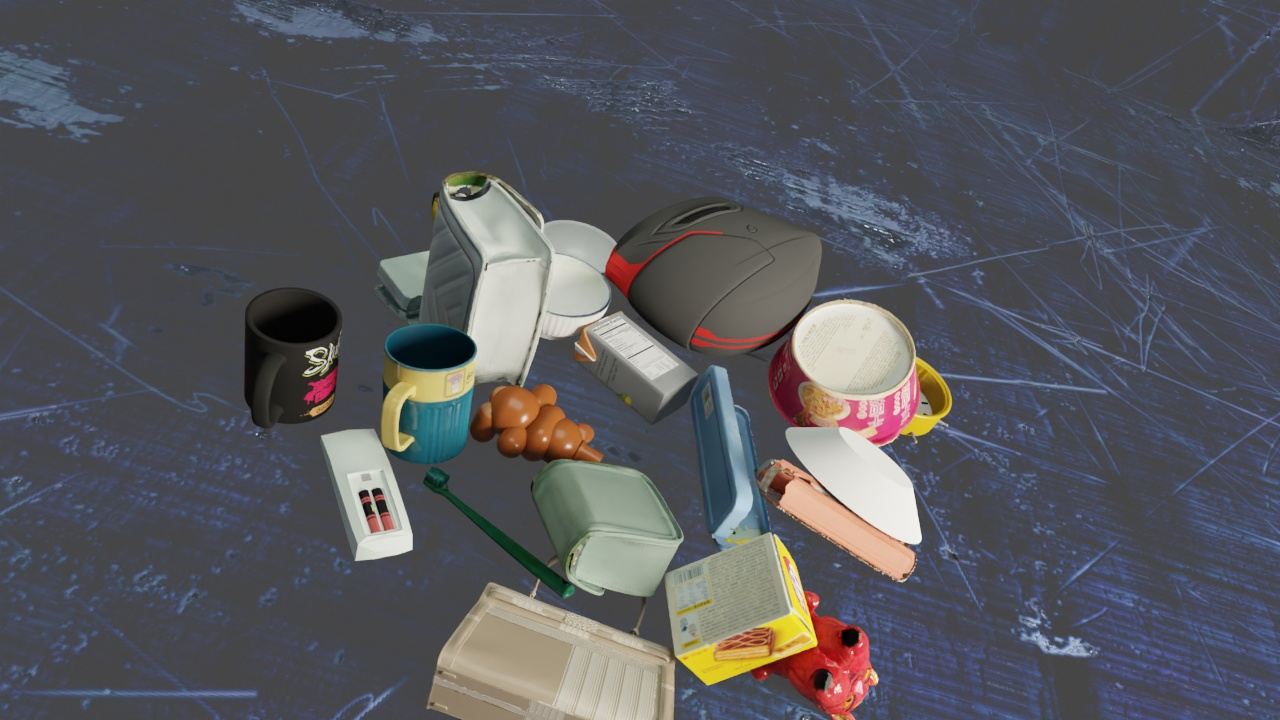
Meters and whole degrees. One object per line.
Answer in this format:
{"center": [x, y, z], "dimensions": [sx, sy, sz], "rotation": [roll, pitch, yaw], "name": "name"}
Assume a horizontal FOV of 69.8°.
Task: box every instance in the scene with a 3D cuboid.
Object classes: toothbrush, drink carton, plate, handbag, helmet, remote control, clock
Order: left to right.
{"center": [-0.241, 0.112, 0.808], "dimensions": [0.049, 0.024, 0.143], "rotation": [-6, 46, -30], "name": "remote control"}
{"center": [-0.161, -0.070, 0.922], "dimensions": [0.096, 0.199, 0.142], "rotation": [-12, 51, -31], "name": "handbag"}
{"center": [-0.126, 0.146, 0.797], "dimensions": [0.190, 0.017, 0.016], "rotation": [31, 24, 31], "name": "toothbrush"}
{"center": [-0.052, 0.221, 0.749], "dimensions": [0.175, 0.062, 0.197], "rotation": [19, 30, 2], "name": "handbag"}
{"center": [-0.033, 0.144, 0.802], "dimensions": [0.106, 0.067, 0.122], "rotation": [16, 19, -27], "name": "handbag"}
{"center": [-0.006, 0.006, 1.018], "dimensions": [0.125, 0.049, 0.076], "rotation": [39, 42, 22], "name": "drink carton"}
{"center": [0.106, -0.090, 1.089], "dimensions": [0.264, 0.165, 0.170], "rotation": [-18, 64, -26], "name": "helmet"}
{"center": [0.231, 0.114, 0.947], "dimensions": [0.174, 0.036, 0.173], "rotation": [33, 16, -11], "name": "plate"}
{"center": [0.312, 0.029, 1.133], "dimensions": [0.113, 0.052, 0.152], "rotation": [-18, 57, -38], "name": "clock"}

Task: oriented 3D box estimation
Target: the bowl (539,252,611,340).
{"center": [-0.098, -0.065, 1.051], "dimensions": [0.118, 0.062, 0.117], "rotation": [13, 39, -11], "name": "bowl"}

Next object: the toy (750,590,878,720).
{"center": [0.144, 0.255, 0.798], "dimensions": [0.088, 0.094, 0.133], "rotation": [-47, 39, -8], "name": "toy"}

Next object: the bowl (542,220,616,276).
{"center": [-0.082, -0.127, 1.147], "dimensions": [0.110, 0.041, 0.109], "rotation": [12, 39, -10], "name": "bowl"}

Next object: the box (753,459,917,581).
{"center": [0.190, 0.149, 0.899], "dimensions": [0.188, 0.058, 0.062], "rotation": [35, 3, -17], "name": "box"}

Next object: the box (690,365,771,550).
{"center": [0.099, 0.096, 0.941], "dimensions": [0.077, 0.074, 0.208], "rotation": [14, 39, -15], "name": "box"}

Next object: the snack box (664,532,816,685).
{"center": [0.083, 0.207, 0.767], "dimensions": [0.106, 0.061, 0.083], "rotation": [-25, 40, 15], "name": "snack box"}

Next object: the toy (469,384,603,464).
{"center": [-0.098, 0.072, 0.902], "dimensions": [0.127, 0.065, 0.094], "rotation": [31, 47, 0], "name": "toy"}

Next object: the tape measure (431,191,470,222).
{"center": [-0.229, -0.186, 1.155], "dimensions": [0.065, 0.037, 0.064], "rotation": [6, 40, -17], "name": "tape measure"}

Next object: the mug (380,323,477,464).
{"center": [-0.202, 0.038, 0.835], "dimensions": [0.083, 0.107, 0.113], "rotation": [18, 31, 9], "name": "mug"}

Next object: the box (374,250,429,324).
{"center": [-0.202, -0.098, 1.057], "dimensions": [0.083, 0.066, 0.198], "rotation": [25, 33, 38], "name": "box"}

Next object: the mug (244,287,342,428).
{"center": [-0.324, 0.007, 0.836], "dimensions": [0.082, 0.098, 0.117], "rotation": [16, 39, -6], "name": "mug"}

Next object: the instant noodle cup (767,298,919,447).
{"center": [0.239, 0.005, 1.055], "dimensions": [0.178, 0.078, 0.178], "rotation": [-1, 54, 1], "name": "instant noodle cup"}
